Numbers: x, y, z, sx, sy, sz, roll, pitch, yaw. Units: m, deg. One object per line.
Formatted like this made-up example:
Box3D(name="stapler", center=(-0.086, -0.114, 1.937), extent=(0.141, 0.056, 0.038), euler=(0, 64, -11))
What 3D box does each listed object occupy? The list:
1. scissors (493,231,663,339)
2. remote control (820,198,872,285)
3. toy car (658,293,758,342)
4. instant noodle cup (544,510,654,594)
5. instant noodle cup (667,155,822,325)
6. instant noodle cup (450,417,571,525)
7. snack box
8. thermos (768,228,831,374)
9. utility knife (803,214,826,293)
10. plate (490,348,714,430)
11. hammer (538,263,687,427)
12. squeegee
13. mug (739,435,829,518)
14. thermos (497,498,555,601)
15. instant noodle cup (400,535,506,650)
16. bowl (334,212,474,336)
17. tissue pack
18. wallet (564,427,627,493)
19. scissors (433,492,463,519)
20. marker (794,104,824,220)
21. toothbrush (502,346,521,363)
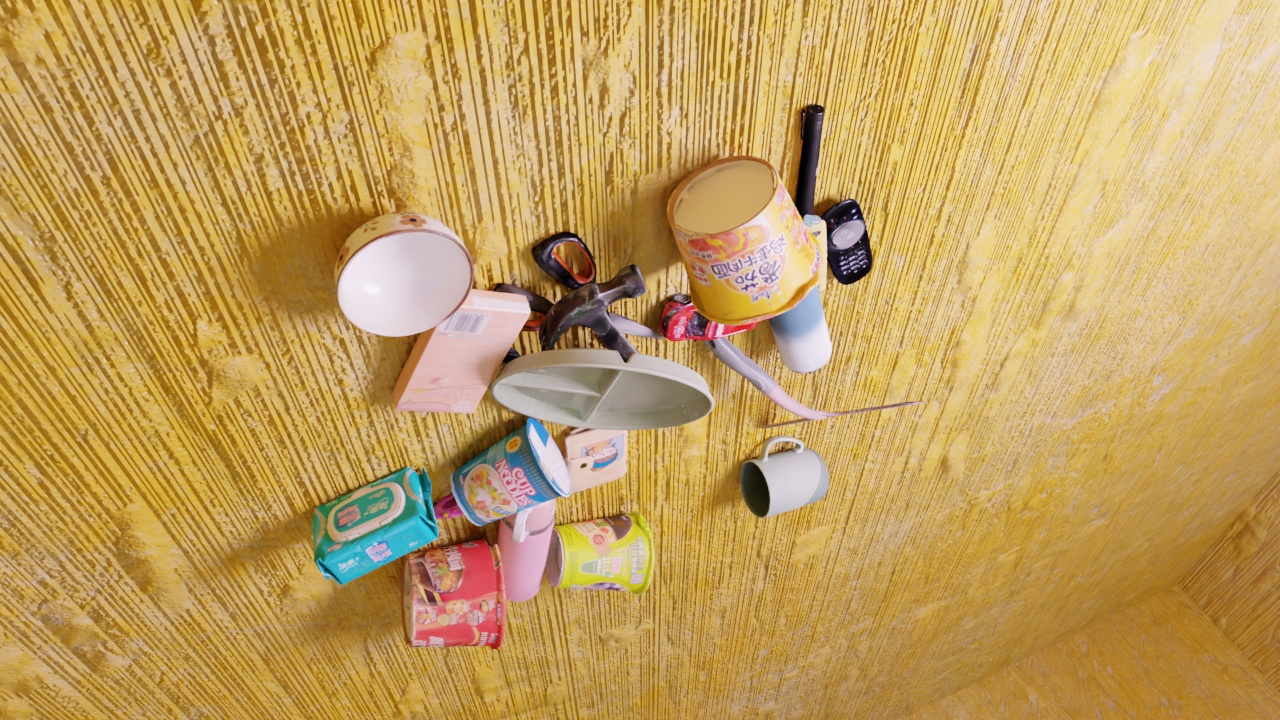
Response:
Box3D(name="scissors", center=(-0.048, -0.057, 0.936), extent=(0.228, 0.021, 0.190), euler=(-2, 134, -31))
Box3D(name="remote control", center=(0.229, -0.135, 1.030), extent=(0.053, 0.024, 0.136), euler=(-28, 141, 4))
Box3D(name="toy car", center=(0.078, -0.049, 1.011), extent=(0.120, 0.045, 0.053), euler=(-11, 137, -20))
Box3D(name="instant noodle cup", center=(-0.060, 0.258, 1.216), extent=(0.123, 0.111, 0.112), euler=(2, 132, -25))
Box3D(name="instant noodle cup", center=(0.095, -0.120, 0.878), extent=(0.138, 0.138, 0.110), euler=(-31, 134, 0))
Box3D(name="instant noodle cup", center=(-0.148, 0.132, 1.028), extent=(0.110, 0.099, 0.099), euler=(-28, 143, 8))
Box3D(name="snack box", center=(-0.175, -0.006, 0.885), extent=(0.084, 0.026, 0.158), euler=(5, 138, -34))
Box3D(name="thermos", center=(0.172, -0.069, 1.032), extent=(0.070, 0.070, 0.220), euler=(-29, 142, -2))
Box3D(name="utility knife", center=(0.192, -0.115, 1.023), extent=(0.031, 0.018, 0.166), euler=(-18, 145, 1))
Box3D(name="plate", center=(-0.039, 0.032, 0.945), extent=(0.230, 0.027, 0.230), euler=(3, 162, 1))
Box3D(name="hammer", center=(-0.006, 0.006, 0.999), extent=(0.126, 0.031, 0.323), euler=(-24, 150, 10))
Box3D(name="squeegee", center=(0.161, 0.030, 1.105), extent=(0.249, 0.040, 0.248), euler=(31, 152, -30))
Box3D(name="mug", center=(0.206, 0.158, 1.305), extent=(0.106, 0.082, 0.112), euler=(-12, 107, -23))
Box3D(name="thermos", center=(-0.146, 0.226, 1.135), extent=(0.067, 0.087, 0.199), euler=(15, 134, 0))
Box3D(name="instant noodle cup", center=(-0.230, 0.288, 1.113), extent=(0.108, 0.137, 0.138), euler=(-1, 134, -22))
Box3D(name="bowl", center=(-0.203, -0.081, 0.773), extent=(0.113, 0.062, 0.114), euler=(-17, 139, -16))
Box3D(name="tissue pack", center=(-0.280, 0.172, 0.977), extent=(0.133, 0.093, 0.050), euler=(-25, 126, -9))
Box3D(name="wallet", center=(-0.056, 0.114, 1.121), extent=(0.087, 0.024, 0.115), euler=(-21, 143, -20))
Box3D(name="scissors", center=(-0.255, 0.186, 1.076), extent=(0.133, 0.017, 0.056), euler=(-23, 147, -4))
Box3D(name="marker", center=(0.169, -0.197, 0.926), extent=(0.022, 0.020, 0.132), euler=(-7, 139, -3))
Box3D(name="toothbrush", center=(-0.083, 0.005, 0.992), extent=(0.189, 0.017, 0.014), euler=(12, 126, -45))
